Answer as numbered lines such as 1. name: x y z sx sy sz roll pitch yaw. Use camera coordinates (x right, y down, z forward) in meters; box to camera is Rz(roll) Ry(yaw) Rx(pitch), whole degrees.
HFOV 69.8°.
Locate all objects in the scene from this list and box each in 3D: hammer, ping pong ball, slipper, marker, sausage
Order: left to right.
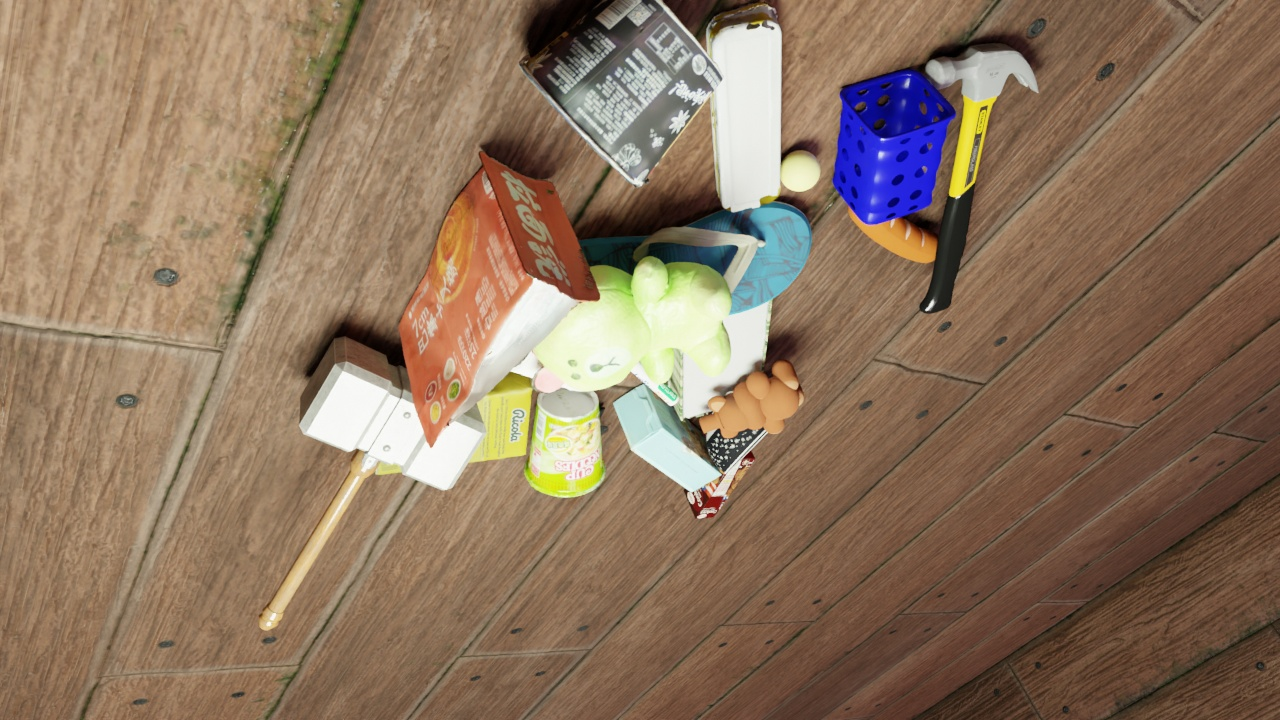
1. hammer: -0.309 0.150 0.935 0.162 0.083 0.318 28 102 -27
2. marker: -0.006 0.006 1.049 0.017 0.017 0.145 -37 124 17
3. slipper: 0.045 -0.087 0.929 0.294 0.060 0.118 -10 116 -13
4. ping pong ball: 0.158 -0.188 0.909 0.040 0.040 0.040 -14 142 -12
5. sausage: 0.285 -0.146 1.027 0.164 0.039 0.045 19 123 -42
6. hammer: 0.344 -0.182 0.984 0.127 0.029 0.324 -19 134 -14

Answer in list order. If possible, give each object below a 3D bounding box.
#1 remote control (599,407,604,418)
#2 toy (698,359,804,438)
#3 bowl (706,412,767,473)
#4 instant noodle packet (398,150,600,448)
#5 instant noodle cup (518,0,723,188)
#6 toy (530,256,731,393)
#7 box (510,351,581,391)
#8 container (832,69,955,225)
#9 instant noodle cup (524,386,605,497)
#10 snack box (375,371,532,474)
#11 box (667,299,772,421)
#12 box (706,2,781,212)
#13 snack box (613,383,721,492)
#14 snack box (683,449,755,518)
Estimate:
1. remote control: -0.082 0.105 1.163 0.033 0.015 0.147 1 137 -28
2. toy: 0.133 0.052 1.104 0.128 0.065 0.095 -21 126 9
3. bowl: 0.128 0.082 1.191 0.120 0.066 0.120 -44 170 -11
4. instant noodle packet: -0.153 -0.047 0.818 0.084 0.164 0.221 17 127 -43
5. instant noodle cup: -0.008 -0.220 0.717 0.112 0.137 0.137 -43 140 11
6. toy: -0.012 -0.037 0.871 0.197 0.107 0.150 0 141 6
7. box: -0.122 -0.004 0.959 0.155 0.084 0.126 20 132 -40
8. container: 0.243 -0.205 0.896 0.085 0.084 0.114 -19 144 -8
9. instant noodle cup: -0.087 0.089 1.076 0.098 0.099 0.108 -8 127 -19
10. snack box: -0.215 0.067 1.025 0.180 0.045 0.121 -7 138 -17
11. box: 0.090 -0.017 1.078 0.117 0.051 0.206 -19 144 -11
12. box: 0.097 -0.226 0.844 0.064 0.037 0.210 -14 143 -3
13. snack box: 0.036 0.102 1.172 0.053 0.075 0.174 -33 141 12
14. snack box: 0.110 0.163 1.303 0.031 0.051 0.141 0 137 -28
